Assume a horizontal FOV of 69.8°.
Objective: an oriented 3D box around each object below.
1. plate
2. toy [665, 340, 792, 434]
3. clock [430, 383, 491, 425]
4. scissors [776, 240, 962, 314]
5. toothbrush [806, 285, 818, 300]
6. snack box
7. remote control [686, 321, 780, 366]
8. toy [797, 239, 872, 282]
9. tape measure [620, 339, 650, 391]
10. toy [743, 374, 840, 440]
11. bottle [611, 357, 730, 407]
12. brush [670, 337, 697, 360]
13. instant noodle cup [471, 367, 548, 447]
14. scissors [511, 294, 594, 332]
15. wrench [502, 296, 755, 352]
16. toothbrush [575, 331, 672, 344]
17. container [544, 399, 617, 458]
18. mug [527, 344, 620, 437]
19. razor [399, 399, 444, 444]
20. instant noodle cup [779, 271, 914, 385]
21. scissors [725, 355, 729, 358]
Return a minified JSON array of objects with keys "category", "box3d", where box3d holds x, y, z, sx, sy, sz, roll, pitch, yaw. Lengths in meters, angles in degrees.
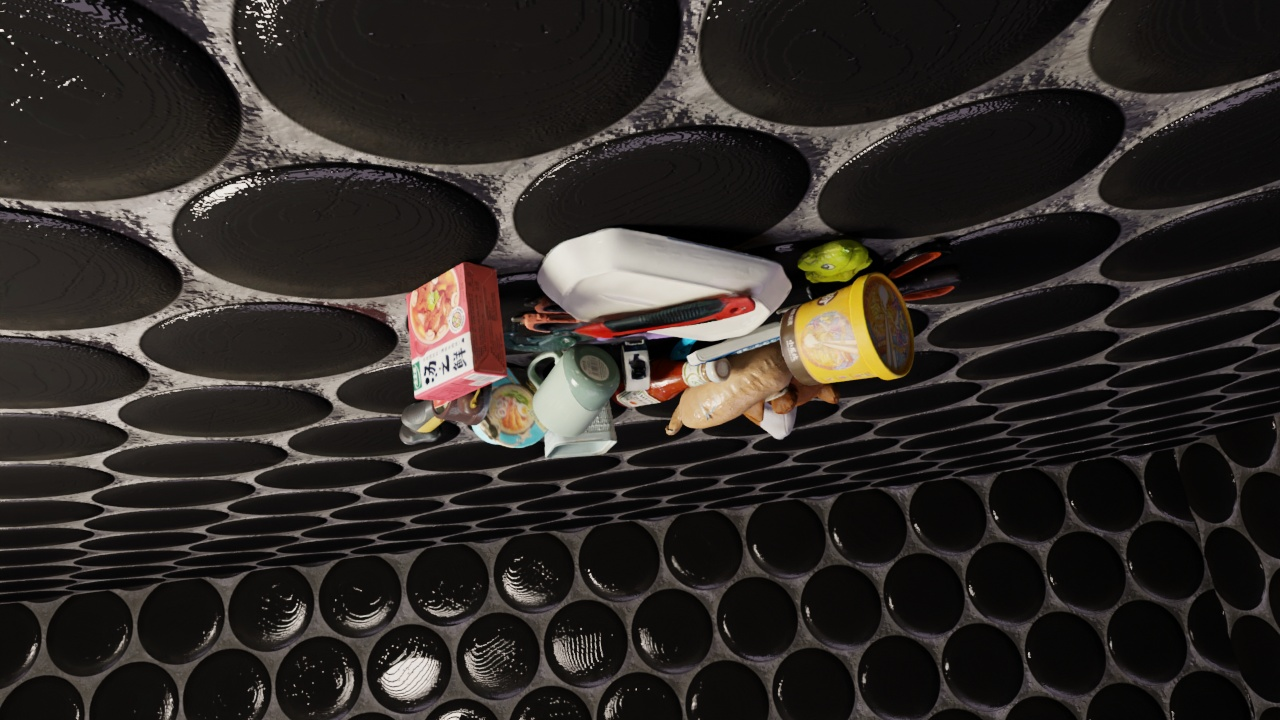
[{"category":"plate","box3d":[0.027,-0.067,0.947,0.265,0.034,0.162,9,153,-22]},{"category":"toy","box3d":[0.108,0.045,1.258,0.226,0.082,0.143,-32,-177,26]},{"category":"clock","box3d":[-0.224,0.037,1.171,0.055,0.082,0.122,10,159,-32]},{"category":"scissors","box3d":[0.278,-0.087,1.079,0.220,0.021,0.228,-5,159,-17]},{"category":"toothbrush","box3d":[0.227,-0.064,1.160,0.018,0.015,0.181,-4,166,19]},{"category":"snack box","box3d":[-0.194,-0.023,0.924,0.127,0.113,0.044,-22,160,40]},{"category":"remote control","box3d":[0.121,-0.020,1.132,0.124,0.024,0.049,-19,177,-11]},{"category":"toy","box3d":[0.210,-0.106,0.982,0.096,0.031,0.100,-9,168,-12]},{"category":"tape measure","box3d":[-0.007,0.007,1.197,0.033,0.066,0.066,-6,164,-4]},{"category":"toy","box3d":[0.211,0.055,1.389,0.140,0.130,0.200,-7,174,-25]},{"category":"bottle","box3d":[0.038,0.024,1.235,0.059,0.059,0.207,6,169,-39]},{"category":"brush","box3d":[0.079,-0.039,1.145,0.083,0.046,0.255,-7,168,-15]},{"category":"instant noodle cup","box3d":[-0.190,0.073,1.283,0.111,0.111,0.121,-1,170,-22]},{"category":"scissors","box3d":[-0.050,-0.048,1.086,0.199,0.015,0.205,-12,163,8]},{"category":"wrench","box3d":[-0.017,-0.037,0.947,0.274,0.016,0.056,-7,155,14]},{"category":"toothbrush","box3d":[-0.036,-0.027,1.125,0.189,0.014,0.016,-5,-176,13]},{"category":"container","box3d":[-0.090,0.073,1.300,0.090,0.111,0.090,-2,162,-17]},{"category":"mug","box3d":[-0.093,0.028,1.196,0.107,0.112,0.082,-52,180,40]},{"category":"razor","box3d":[-0.290,0.073,1.312,0.067,0.062,0.168,35,139,-20]},{"category":"instant noodle cup","box3d":[0.229,-0.028,1.031,0.115,0.118,0.118,-16,163,40]},{"category":"scissors","box3d":[0.081,0.009,1.341,0.135,0.017,0.133,-23,162,40]}]
